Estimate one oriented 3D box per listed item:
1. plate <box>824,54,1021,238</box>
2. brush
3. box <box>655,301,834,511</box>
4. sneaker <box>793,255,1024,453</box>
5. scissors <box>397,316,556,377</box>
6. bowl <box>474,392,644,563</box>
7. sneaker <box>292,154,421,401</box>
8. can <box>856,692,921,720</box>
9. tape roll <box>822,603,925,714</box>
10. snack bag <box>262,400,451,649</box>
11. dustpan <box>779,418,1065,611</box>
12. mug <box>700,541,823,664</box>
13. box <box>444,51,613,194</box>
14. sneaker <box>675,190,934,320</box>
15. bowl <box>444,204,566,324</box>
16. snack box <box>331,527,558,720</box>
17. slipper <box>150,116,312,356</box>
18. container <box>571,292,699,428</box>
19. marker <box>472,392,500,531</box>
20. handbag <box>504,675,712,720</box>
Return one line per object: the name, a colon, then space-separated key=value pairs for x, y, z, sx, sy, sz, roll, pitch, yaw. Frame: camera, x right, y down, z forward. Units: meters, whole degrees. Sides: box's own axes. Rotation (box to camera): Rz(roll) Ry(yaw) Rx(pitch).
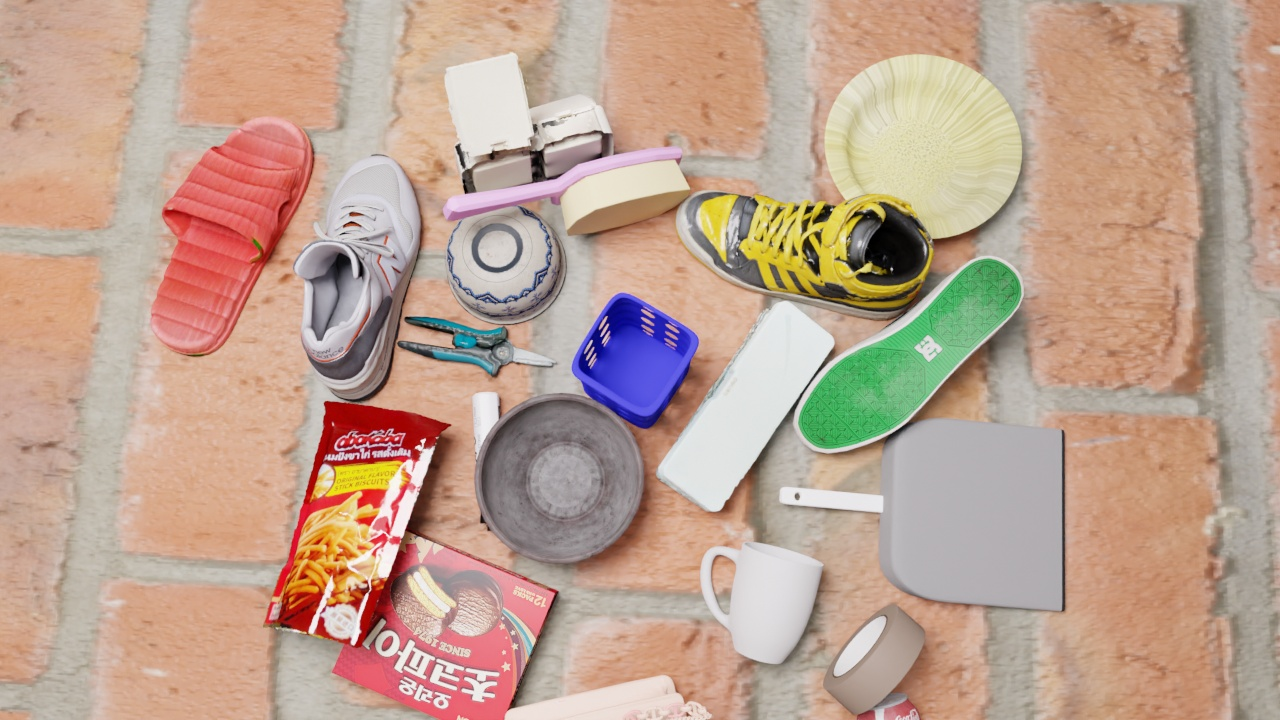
plate: x=0.267 y=-0.200 z=0.884 sx=0.184 sy=0.036 sz=0.184 roll=0 pitch=79 yaw=1
brush: x=-0.061 y=-0.142 z=0.820 sx=0.228 sy=0.089 sz=0.043 roll=-17 pitch=85 yaw=-27
box: x=0.096 y=0.042 z=0.833 sx=0.086 sy=0.072 sz=0.198 roll=30 pitch=79 yaw=25
sneaker: x=0.242 y=0.001 z=0.837 sx=0.235 sy=0.079 sz=0.084 roll=-41 pitch=78 yaw=10
scissors: x=-0.155 y=-0.020 z=0.865 sx=0.130 sy=0.019 sz=0.135 roll=-32 pitch=83 yaw=-6
bowl: x=-0.069 y=0.105 z=0.816 sx=0.145 sy=0.067 sz=0.145 roll=0 pitch=79 yaw=1
sneaker: x=-0.257 y=-0.089 z=0.824 sx=0.089 sy=0.124 sz=0.239 roll=3 pitch=80 yaw=1
can: x=0.219 y=0.337 z=0.777 sx=0.054 sy=0.054 sz=0.096 roll=-14 pitch=80 yaw=-2
tape roll: x=0.196 y=0.251 z=0.772 sx=0.030 sy=0.094 sz=0.093 roll=42 pitch=82 yaw=7
snack bag: x=-0.252 y=0.139 z=0.804 sx=0.139 sy=0.066 sz=0.207 roll=3 pitch=64 yaw=27
dustpan: x=0.255 y=0.132 z=0.828 sx=0.257 sy=0.033 sz=0.163 roll=6 pitch=80 yaw=-7
mug: x=0.097 y=0.207 z=0.802 sx=0.107 sy=0.071 sz=0.089 roll=13 pitch=88 yaw=31
box: x=-0.100 y=-0.215 z=0.816 sx=0.143 sy=0.182 sz=0.081 roll=-17 pitch=79 yaw=-10
sneaker: x=0.147 y=-0.109 z=0.825 sx=0.238 sy=0.122 sz=0.086 roll=18 pitch=79 yaw=3
bowl: x=-0.129 y=-0.096 z=0.857 sx=0.115 sy=0.059 sz=0.115 roll=0 pitch=79 yaw=1
snack box: x=-0.169 y=0.238 z=0.808 sx=0.152 sy=0.036 sz=0.132 roll=21 pitch=80 yaw=4
slipper: x=-0.397 y=-0.126 z=0.867 sx=0.103 sy=0.059 sz=0.248 roll=22 pitch=82 yaw=4
container: x=-0.005 y=0.005 z=0.810 sx=0.084 sy=0.114 sz=0.085 roll=32 pitch=81 yaw=6
marker: x=-0.138 y=0.092 z=0.840 sx=0.025 sy=0.025 sz=0.125 roll=-5 pitch=80 yaw=0
handbag: x=-0.036 y=0.341 z=0.709 sx=0.198 sy=0.187 sz=0.116 roll=-10 pitch=91 yaw=-7
